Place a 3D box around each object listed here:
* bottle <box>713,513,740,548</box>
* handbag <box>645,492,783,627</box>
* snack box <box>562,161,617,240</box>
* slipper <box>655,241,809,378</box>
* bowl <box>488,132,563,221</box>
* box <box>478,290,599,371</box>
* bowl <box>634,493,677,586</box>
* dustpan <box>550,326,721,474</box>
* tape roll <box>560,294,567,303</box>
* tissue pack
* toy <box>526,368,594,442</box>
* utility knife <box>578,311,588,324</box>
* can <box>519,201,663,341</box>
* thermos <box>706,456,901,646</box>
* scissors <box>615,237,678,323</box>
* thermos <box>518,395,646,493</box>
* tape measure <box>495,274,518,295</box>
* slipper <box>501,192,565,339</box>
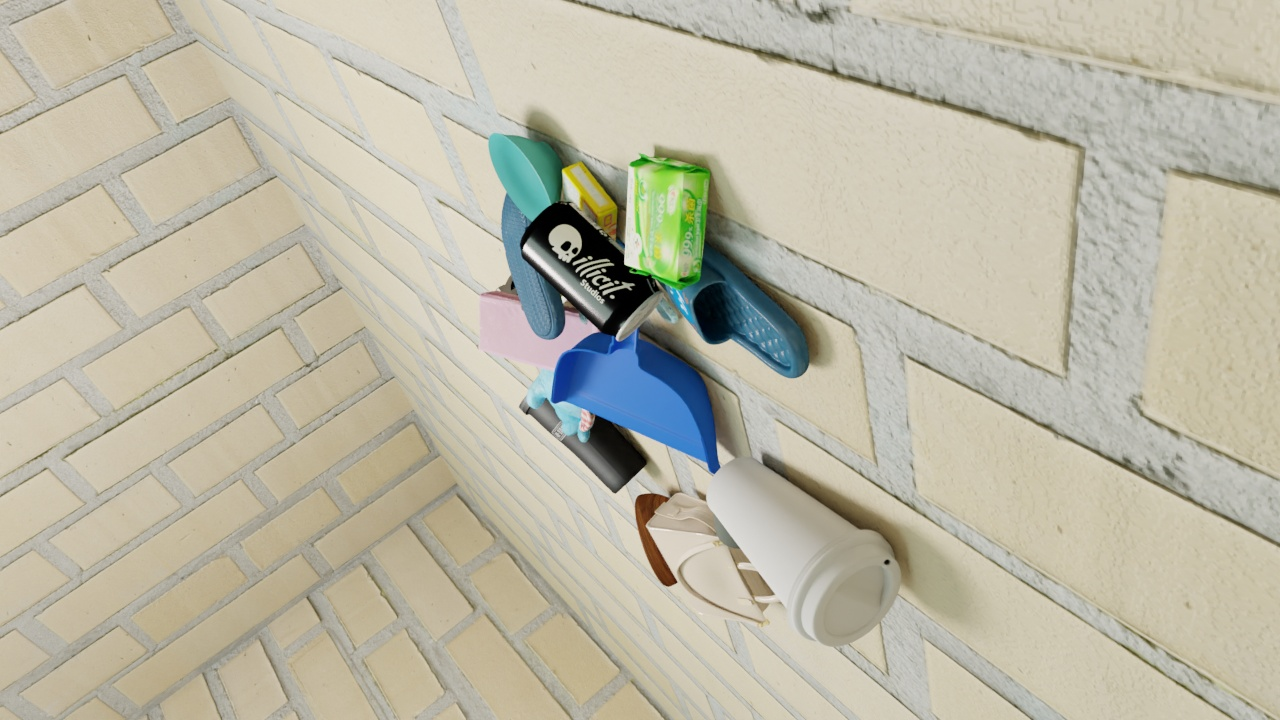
[{"bbox_3d":[0.122,0.191,1.165,0.060,0.060,0.109,41,157,32],"label":"bottle"},{"bbox_3d":[0.128,0.288,1.290,0.198,0.101,0.195,3,128,51],"label":"handbag"},{"bbox_3d":[-0.059,-0.150,1.047,0.075,0.025,0.152,54,162,20],"label":"snack box"},{"bbox_3d":[0.074,-0.048,0.880,0.214,0.059,0.104,40,160,30],"label":"slipper"},{"bbox_3d":[-0.121,-0.217,1.056,0.121,0.046,0.121,45,159,23],"label":"bowl"},{"bbox_3d":[-0.131,-0.034,1.257,0.233,0.041,0.098,12,109,35],"label":"box"},{"bbox_3d":[0.052,0.267,1.415,0.147,0.069,0.147,-20,-90,-79],"label":"bowl"},{"bbox_3d":[-0.007,0.006,1.096,0.246,0.059,0.258,22,130,23],"label":"dustpan"},{"bbox_3d":[-0.117,-0.121,1.216,0.094,0.019,0.094,31,137,35],"label":"tape roll"},{"bbox_3d":[0.021,-0.130,0.843,0.099,0.034,0.114,27,120,54],"label":"tissue pack"},{"bbox_3d":[-0.108,0.041,1.333,0.181,0.114,0.183,116,143,-50],"label":"toy"},{"bbox_3d":[-0.078,-0.106,1.089,0.029,0.020,0.198,50,159,33],"label":"utility knife"},{"bbox_3d":[-0.052,-0.095,0.965,0.146,0.080,0.080,43,159,7],"label":"can"},{"bbox_3d":[0.165,0.195,0.999,0.222,0.131,0.132,42,159,51],"label":"thermos"},{"bbox_3d":[0.007,-0.090,1.034,0.125,0.016,0.125,22,141,62],"label":"scissors"},{"bbox_3d":[-0.090,0.109,1.465,0.218,0.105,0.106,46,160,6],"label":"thermos"},{"bbox_3d":[-0.167,-0.101,1.329,0.064,0.064,0.017,46,159,16],"label":"tape measure"},{"bbox_3d":[-0.129,-0.131,1.156,0.104,0.059,0.213,-14,88,58],"label":"slipper"}]
